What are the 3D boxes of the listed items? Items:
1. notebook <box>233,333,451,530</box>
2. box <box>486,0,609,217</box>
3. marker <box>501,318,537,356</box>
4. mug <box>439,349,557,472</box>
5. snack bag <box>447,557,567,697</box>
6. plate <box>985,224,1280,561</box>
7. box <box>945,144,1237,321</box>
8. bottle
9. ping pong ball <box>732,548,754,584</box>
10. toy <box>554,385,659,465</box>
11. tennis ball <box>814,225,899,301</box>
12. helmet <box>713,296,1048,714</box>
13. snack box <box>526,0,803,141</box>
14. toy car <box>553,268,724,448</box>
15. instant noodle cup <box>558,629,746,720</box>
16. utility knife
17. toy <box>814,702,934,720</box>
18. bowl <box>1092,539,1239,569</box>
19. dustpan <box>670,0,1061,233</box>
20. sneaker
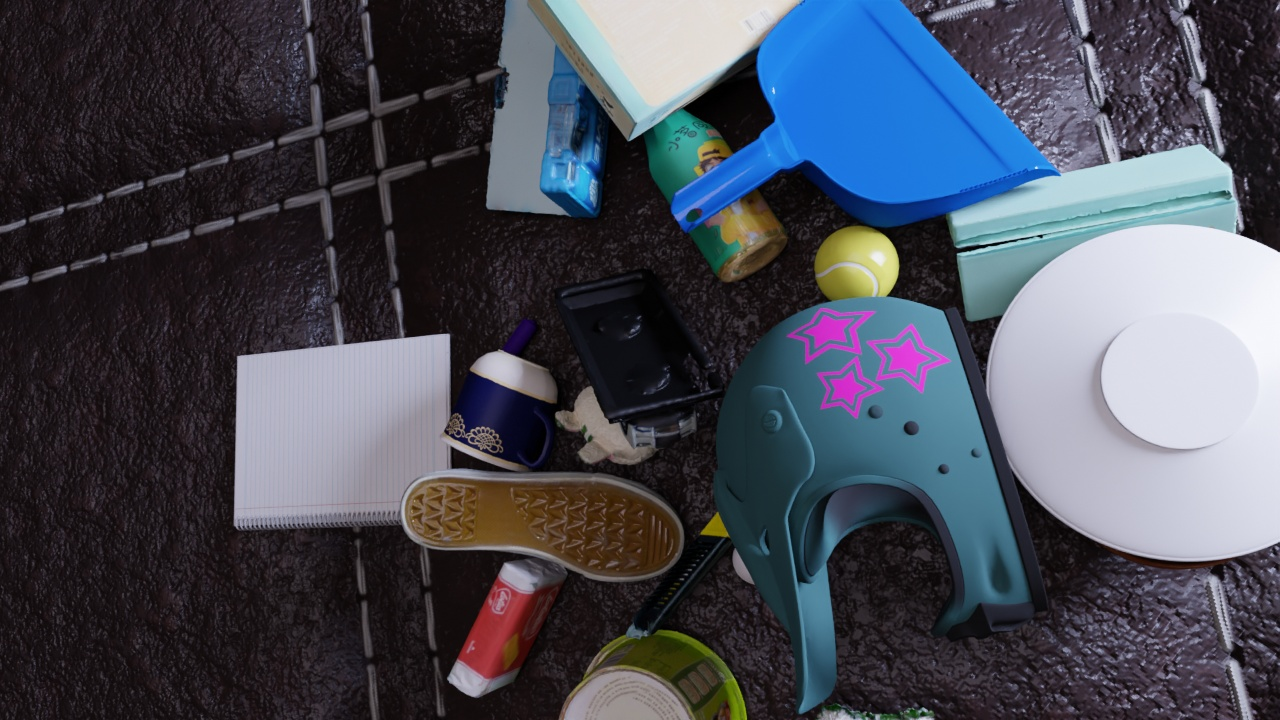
[{"bbox_3d":[-0.295,0.073,0.897,0.246,0.013,0.177,-5,81,18],"label":"notebook"},{"bbox_3d":[-0.088,-0.257,0.819,0.115,0.094,0.243,4,85,15],"label":"box"},{"bbox_3d":[-0.138,0.017,0.848,0.134,0.015,0.018,-54,44,6],"label":"marker"},{"bbox_3d":[-0.109,0.044,0.794,0.112,0.085,0.089,21,88,40],"label":"mug"},{"bbox_3d":[-0.112,0.225,0.784,0.036,0.077,0.116,28,93,21],"label":"snack bag"},{"bbox_3d":[0.350,0.015,0.604,0.230,0.030,0.229,-4,77,17],"label":"plate"},{"bbox_3d":[0.334,-0.089,0.691,0.188,0.077,0.093,-10,116,16],"label":"box"},{"bbox_3d":[0.042,-0.168,0.779,0.068,0.068,0.209,-35,75,12],"label":"bottle"},{"bbox_3d":[0.095,0.160,0.740,0.040,0.040,0.040,-2,83,18],"label":"ping pong ball"},{"bbox_3d":[-0.019,0.051,0.785,0.087,0.112,0.050,40,141,28],"label":"toy"},{"bbox_3d":[0.171,-0.074,0.727,0.065,0.065,0.065,-2,83,18],"label":"tennis ball"},{"bbox_3d":[0.151,0.092,0.648,0.200,0.176,0.274,-16,67,16],"label":"helmet"},{"bbox_3d":[0.026,-0.290,0.752,0.193,0.044,0.141,-36,88,-16],"label":"snack box"},{"bbox_3d":[-0.004,0.004,0.742,0.094,0.071,0.191,-15,35,-10],"label":"toy car"},{"bbox_3d":[0.005,0.294,0.726,0.146,0.097,0.146,-2,84,18],"label":"instant noodle cup"},{"bbox_3d":[0.047,0.163,0.750,0.172,0.020,0.029,-48,38,-3],"label":"utility knife"},{"bbox_3d":[0.176,0.313,0.697,0.096,0.041,0.109,5,89,5],"label":"toy"},{"bbox_3d":[0.362,0.071,0.643,0.147,0.069,0.147,-4,77,17],"label":"bowl"},{"bbox_3d":[0.142,-0.171,0.716,0.258,0.059,0.245,-33,67,4],"label":"dustpan"},{"bbox_3d":[-0.080,0.129,0.778,0.235,0.079,0.087,8,91,-4],"label":"sneaker"}]
